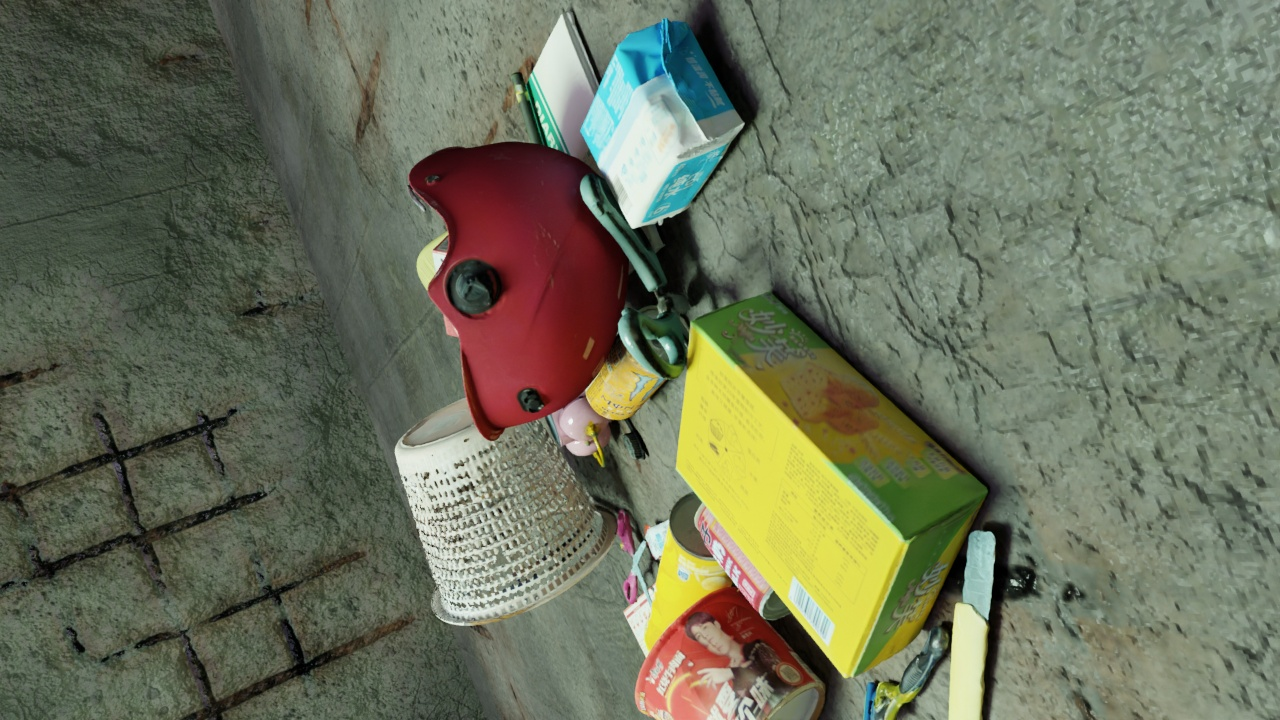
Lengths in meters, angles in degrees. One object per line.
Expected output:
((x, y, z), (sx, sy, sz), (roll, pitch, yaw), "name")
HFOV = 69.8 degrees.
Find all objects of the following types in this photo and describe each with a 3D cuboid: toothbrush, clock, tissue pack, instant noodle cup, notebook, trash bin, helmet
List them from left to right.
((-0.163, 0.146, 1.012), (0.228, 0.227, 0.192), (10, 126, 63), "trash bin")
((-0.078, -0.065, 0.737), (0.207, 0.144, 0.240), (35, -136, -79), "helmet")
((-0.091, -0.180, 0.874), (0.017, 0.012, 0.186), (-142, 34, -71), "toothbrush")
((-0.073, 0.041, 0.957), (0.117, 0.059, 0.158), (92, 153, -67), "clock")
((-0.047, -0.174, 0.810), (0.209, 0.012, 0.151), (68, 157, 3), "notebook")
((-0.041, 0.021, 0.953), (0.189, 0.016, 0.014), (62, 151, 18), "toothbrush")
((0.013, -0.158, 0.631), (0.090, 0.063, 0.140), (63, 158, 8), "tissue pack")
((0.080, 0.278, 0.773), (0.108, 0.137, 0.138), (36, 141, 39), "instant noodle cup")

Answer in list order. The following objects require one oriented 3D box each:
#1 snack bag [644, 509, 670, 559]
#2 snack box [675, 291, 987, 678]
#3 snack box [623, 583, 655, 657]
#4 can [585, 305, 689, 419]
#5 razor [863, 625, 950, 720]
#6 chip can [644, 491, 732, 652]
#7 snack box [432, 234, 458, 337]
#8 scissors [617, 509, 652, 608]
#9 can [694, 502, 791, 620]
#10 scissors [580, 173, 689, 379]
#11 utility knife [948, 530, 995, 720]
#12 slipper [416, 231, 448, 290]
((0.028, 0.177, 0.919), (0.048, 0.026, 0.104), (57, 154, 10), "snack bag")
((0.111, 0.078, 0.610), (0.210, 0.070, 0.158), (49, 149, 38), "snack box")
((0.025, 0.294, 1.021), (0.077, 0.027, 0.156), (61, 155, 17), "snack box")
((-0.005, 0.005, 0.808), (0.058, 0.058, 0.146), (64, 156, 12), "can")
((0.185, 0.220, 0.632), (0.143, 0.022, 0.042), (103, -177, -47), "razor")
((0.049, 0.209, 0.848), (0.072, 0.072, 0.214), (52, 150, 33), "chip can")
((-0.152, -0.072, 0.990), (0.127, 0.044, 0.113), (11, 130, 16), "snack box")
((-0.007, 0.227, 1.010), (0.133, 0.017, 0.135), (-117, 27, -52), "scissors")
((0.092, 0.143, 0.707), (0.094, 0.066, 0.067), (49, 149, 38), "can")
((-0.002, -0.062, 0.665), (0.179, 0.019, 0.170), (61, -160, 0), "scissors")
((0.203, 0.185, 0.565), (0.031, 0.022, 0.213), (35, 146, 50), "utility knife")
((-0.176, -0.124, 1.049), (0.191, 0.081, 0.091), (-31, 94, 41), "slipper")
